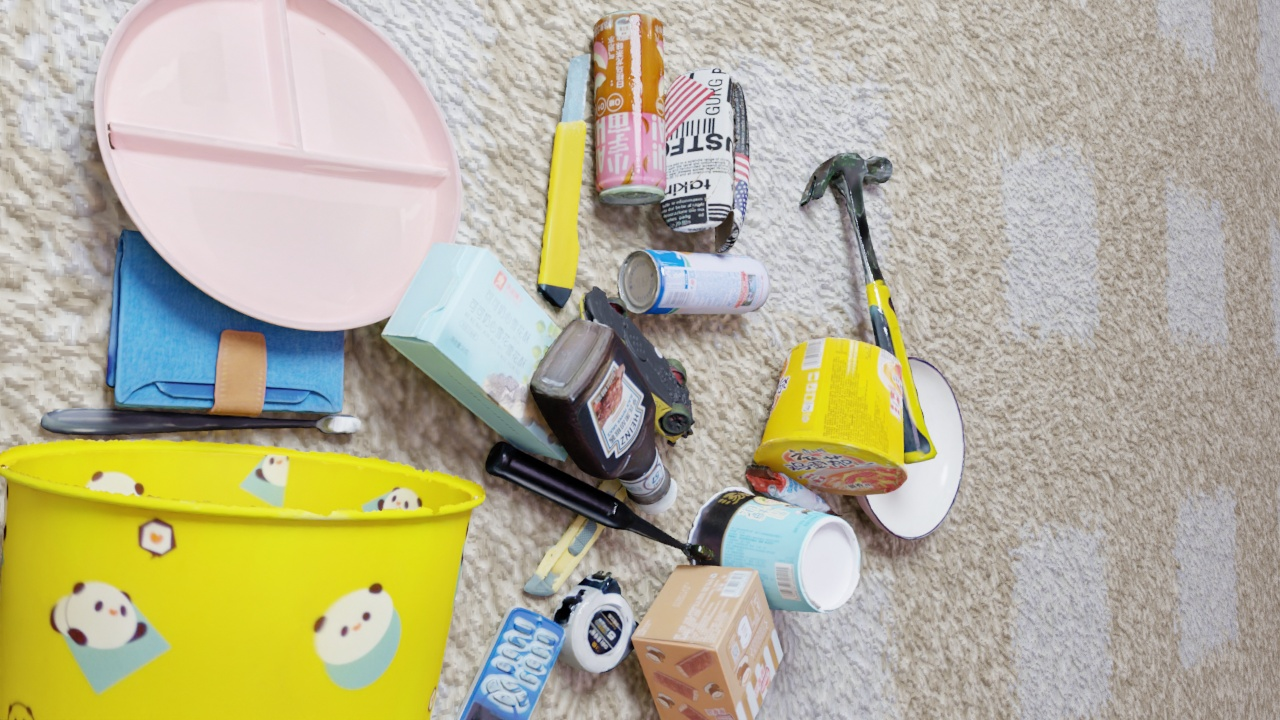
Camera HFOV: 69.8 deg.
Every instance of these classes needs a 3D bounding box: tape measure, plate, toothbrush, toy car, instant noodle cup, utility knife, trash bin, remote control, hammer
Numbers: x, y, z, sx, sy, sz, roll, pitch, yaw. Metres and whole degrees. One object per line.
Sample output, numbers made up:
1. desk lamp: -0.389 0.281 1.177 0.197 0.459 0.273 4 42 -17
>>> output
1. tape measure: -0.037 0.209 0.720 0.065 0.034 0.066 -34 107 -38
2. plate: -0.215 -0.128 0.573 0.229 0.028 0.229 16 67 -42
3. toothbrush: -0.025 0.118 0.720 0.212 0.027 0.026 30 56 -25
4. toy car: -0.004 0.004 0.740 0.156 0.041 0.071 49 22 -31
5. toothbrush: -0.259 0.038 0.560 0.180 0.018 0.015 4 88 -38
6. instant noodle cup: 0.181 0.051 0.848 0.138 0.138 0.109 31 60 -34
7. plate: 0.276 0.093 0.976 0.192 0.039 0.192 3 86 -39
8. utility knife: -0.058 -0.145 0.730 0.033 0.015 0.209 10 84 -38
9. instant noodle cup: 0.121 0.168 0.793 0.111 0.121 0.111 3 85 -39
10. trash bin: -0.209 0.180 0.470 0.229 0.230 0.255 8 88 -39
11. utility knife: -0.038 0.123 0.739 0.031 0.018 0.167 55 53 -30
12. remote control: -0.101 0.244 0.667 0.049 0.024 0.124 31 70 -16
13. hammer: 0.239 -0.055 0.926 0.126 0.032 0.323 -7 81 -36

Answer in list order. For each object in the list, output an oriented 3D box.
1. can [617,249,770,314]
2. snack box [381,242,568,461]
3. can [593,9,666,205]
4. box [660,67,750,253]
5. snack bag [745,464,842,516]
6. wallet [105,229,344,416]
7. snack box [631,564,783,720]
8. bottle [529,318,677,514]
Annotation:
1. can: 0.049 -0.066 0.790 0.134 0.053 0.053 -2 89 -39
2. snack box: -0.095 -0.002 0.638 0.175 0.052 0.074 51 58 -50
3. can: -0.009 -0.204 0.748 0.057 0.058 0.147 0 87 -39
4. box: 0.066 -0.171 0.798 0.088 0.076 0.162 43 43 -55
5. snack bag: 0.142 0.127 0.862 0.105 0.045 0.026 33 66 -33
6. wallet: -0.247 -0.019 0.560 0.132 0.040 0.106 6 80 -38
7. snack box: 0.056 0.233 0.744 0.092 0.077 0.094 -47 126 -50
8. bottle: -0.017 0.055 0.686 0.079 0.044 0.195 -59 145 -25
